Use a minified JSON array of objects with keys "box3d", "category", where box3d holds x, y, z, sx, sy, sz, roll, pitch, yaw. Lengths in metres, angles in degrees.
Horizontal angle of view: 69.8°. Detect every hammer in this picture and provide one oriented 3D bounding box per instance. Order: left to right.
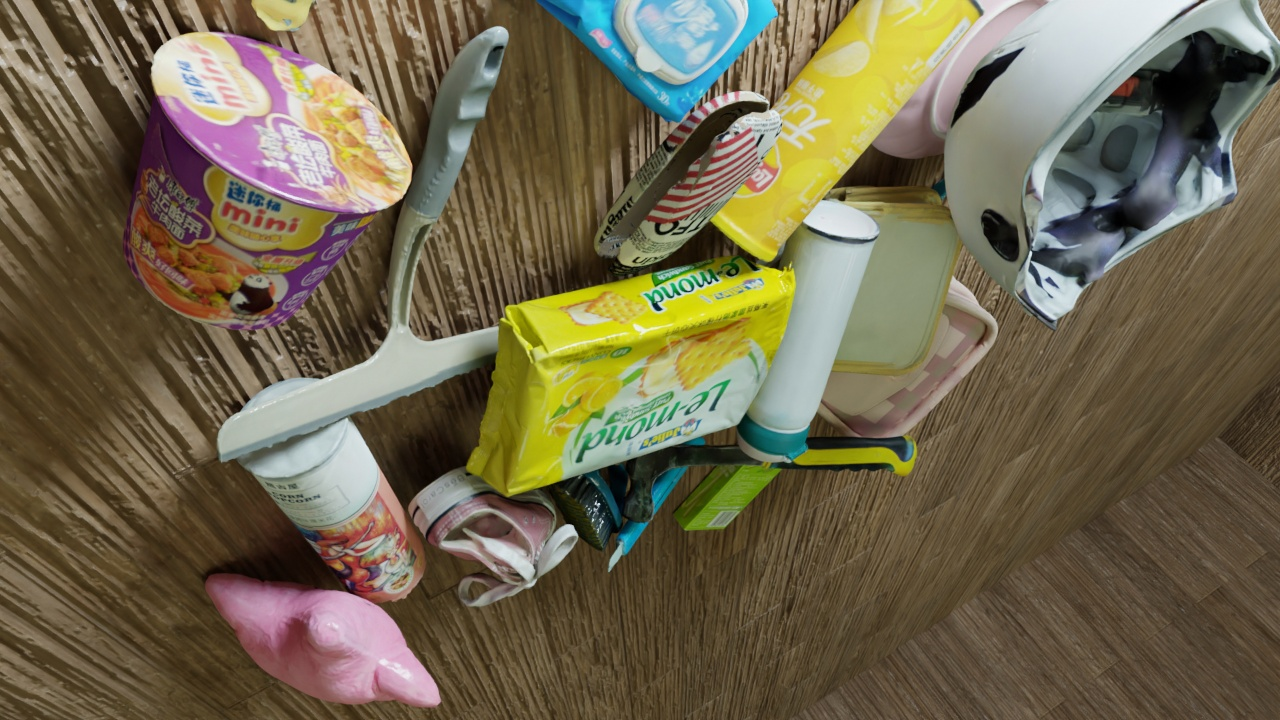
[{"box3d":[0.138,0.090,0.901,0.322,0.032,0.126,2,106,-24],"category":"hammer"}]

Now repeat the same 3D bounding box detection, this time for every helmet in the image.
[{"box3d":[0.310,-0.166,0.655,0.229,0.146,0.258,-39,141,1],"category":"helmet"}]

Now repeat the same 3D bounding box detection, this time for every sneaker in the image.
[{"box3d":[-0.113,0.152,0.762,0.118,0.088,0.241,-35,162,-3],"category":"sneaker"}]

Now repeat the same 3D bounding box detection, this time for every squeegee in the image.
[{"box3d":[-0.122,-0.079,0.523,0.245,0.039,0.247,-24,147,-47],"category":"squeegee"}]

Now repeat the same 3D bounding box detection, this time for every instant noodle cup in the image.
[{"box3d":[-0.177,-0.074,0.419,0.111,0.111,0.099,4,137,-47],"category":"instant noodle cup"}]

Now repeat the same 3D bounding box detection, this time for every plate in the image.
[{"box3d":[0.255,-0.229,0.695,0.192,0.039,0.193,-26,147,-18],"category":"plate"}]

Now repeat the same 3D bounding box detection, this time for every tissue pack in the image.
[{"box3d":[0.008,-0.194,0.486,0.095,0.052,0.157,-45,148,13],"category":"tissue pack"}]

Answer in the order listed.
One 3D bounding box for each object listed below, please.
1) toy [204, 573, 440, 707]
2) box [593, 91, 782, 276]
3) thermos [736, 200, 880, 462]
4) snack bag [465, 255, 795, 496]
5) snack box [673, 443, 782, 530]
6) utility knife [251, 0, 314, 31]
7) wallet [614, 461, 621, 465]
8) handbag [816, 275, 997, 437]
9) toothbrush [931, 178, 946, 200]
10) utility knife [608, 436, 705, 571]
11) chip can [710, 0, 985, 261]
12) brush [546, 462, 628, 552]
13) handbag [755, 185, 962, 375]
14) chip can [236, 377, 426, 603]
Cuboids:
[{"box3d":[-0.236,0.218,0.699,0.178,0.195,0.074,54,51,-41],"category":"toy"},{"box3d":[0.031,-0.105,0.593,0.074,0.064,0.165,5,150,-31],"category":"box"},{"box3d":[0.127,-0.016,0.751,0.073,0.073,0.225,-13,130,-34],"category":"thermos"},{"box3d":[-0.004,0.004,0.672,0.246,0.068,0.158,-14,143,-28],"category":"snack bag"},{"box3d":[0.114,0.134,1.046,0.085,0.026,0.157,10,126,-50],"category":"snack box"},{"box3d":[-0.123,-0.205,0.384,0.031,0.018,0.152,12,129,-44],"category":"utility knife"},{"box3d":[0.015,0.023,0.785,0.130,0.035,0.119,-33,130,-7],"category":"wallet"},{"box3d":[0.227,-0.020,0.920,0.234,0.093,0.194,22,118,-41],"category":"handbag"},{"box3d":[0.319,-0.208,0.810,0.192,0.016,0.018,-49,156,20],"category":"toothbrush"},{"box3d":[0.014,0.135,0.895,0.165,0.018,0.034,-54,154,-21],"category":"utility knife"},{"box3d":[0.130,-0.169,0.621,0.214,0.072,0.072,-49,147,20],"category":"chip can"},{"box3d":[-0.043,0.122,0.854,0.073,0.055,0.144,-50,153,-20],"category":"brush"},{"box3d":[0.169,-0.070,0.787,0.178,0.063,0.164,1,122,-8],"category":"handbag"},{"box3d":[-0.209,0.101,0.645,0.071,0.071,0.215,-27,148,-15],"category":"chip can"}]
